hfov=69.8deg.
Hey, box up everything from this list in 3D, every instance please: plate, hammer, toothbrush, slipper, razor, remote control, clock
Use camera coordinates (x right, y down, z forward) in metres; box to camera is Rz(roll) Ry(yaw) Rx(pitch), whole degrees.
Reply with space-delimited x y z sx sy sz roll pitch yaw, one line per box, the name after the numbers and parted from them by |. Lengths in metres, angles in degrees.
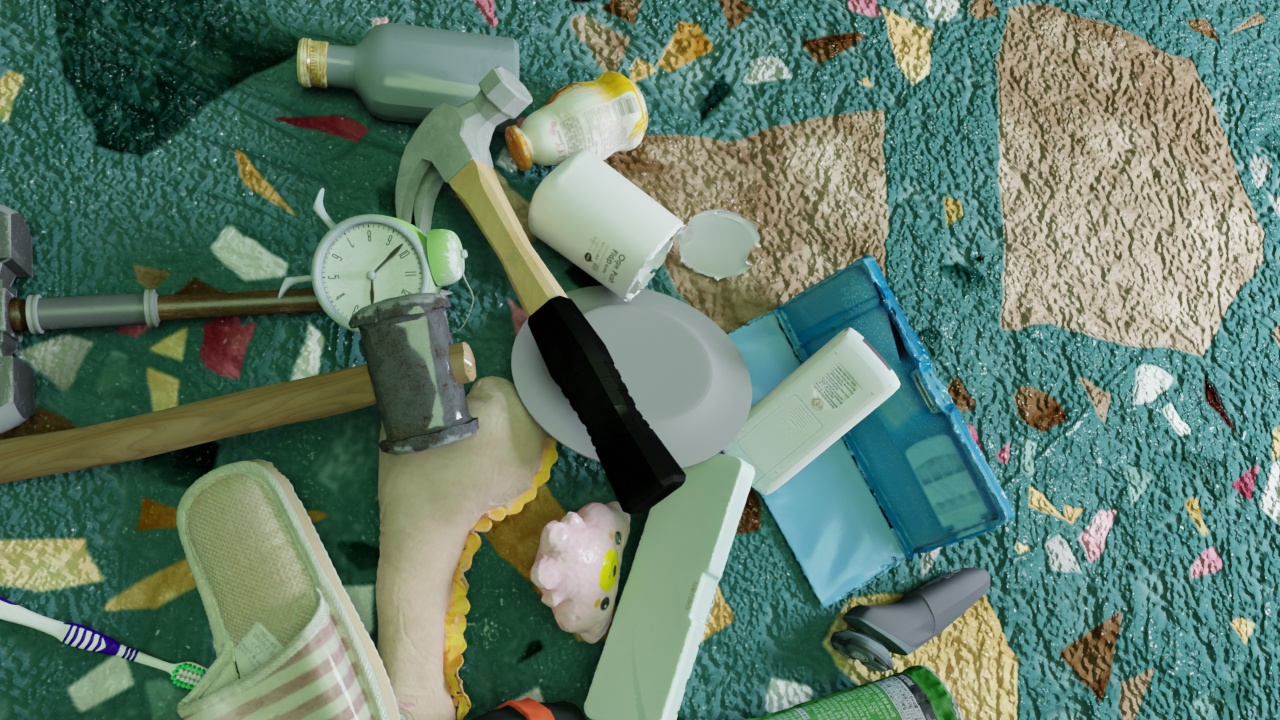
-0.004 0.004 0.668 0.178 0.012 0.178 8 47 -8 | plate
-0.069 -0.046 0.626 0.131 0.039 0.328 -39 68 19 | hammer
-0.357 0.175 0.583 0.186 0.016 0.015 24 73 -9 | toothbrush
-0.231 0.187 0.572 0.115 0.052 0.262 -26 77 4 | slipper
0.214 0.195 0.712 0.142 0.047 0.052 -23 86 -22 | razor
0.125 0.039 0.692 0.138 0.025 0.060 -41 83 9 | remote control
-0.296 -0.038 0.636 0.321 0.043 0.156 -5 79 -18 | hammer
-0.266 0.036 0.582 0.328 0.052 0.098 -13 94 1 | hammer
-0.171 -0.056 0.624 0.119 0.042 0.094 25 97 0 | clock

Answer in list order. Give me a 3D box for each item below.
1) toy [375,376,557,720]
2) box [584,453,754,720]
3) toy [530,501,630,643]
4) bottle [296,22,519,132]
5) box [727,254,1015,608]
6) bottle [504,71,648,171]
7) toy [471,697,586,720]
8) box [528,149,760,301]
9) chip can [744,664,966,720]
-0.117 0.136 0.628 0.196 0.065 0.264 -1 79 -10 | toy
0.032 0.170 0.658 0.096 0.086 0.198 39 66 -47 | box
-0.042 0.141 0.642 0.050 0.093 0.102 2 68 29 | toy
-0.176 -0.218 0.701 0.161 0.046 0.072 2 77 -14 | bottle
0.164 0.054 0.728 0.173 0.066 0.231 -28 86 10 | box
-0.050 -0.182 0.715 0.108 0.063 0.063 -25 85 -19 | bottle
-0.082 0.268 0.584 0.119 0.098 0.099 14 63 -34 | toy
0.006 -0.098 0.701 0.160 0.085 0.118 38 44 4 | box
0.116 0.282 0.650 0.223 0.076 0.075 -11 81 -16 | chip can
